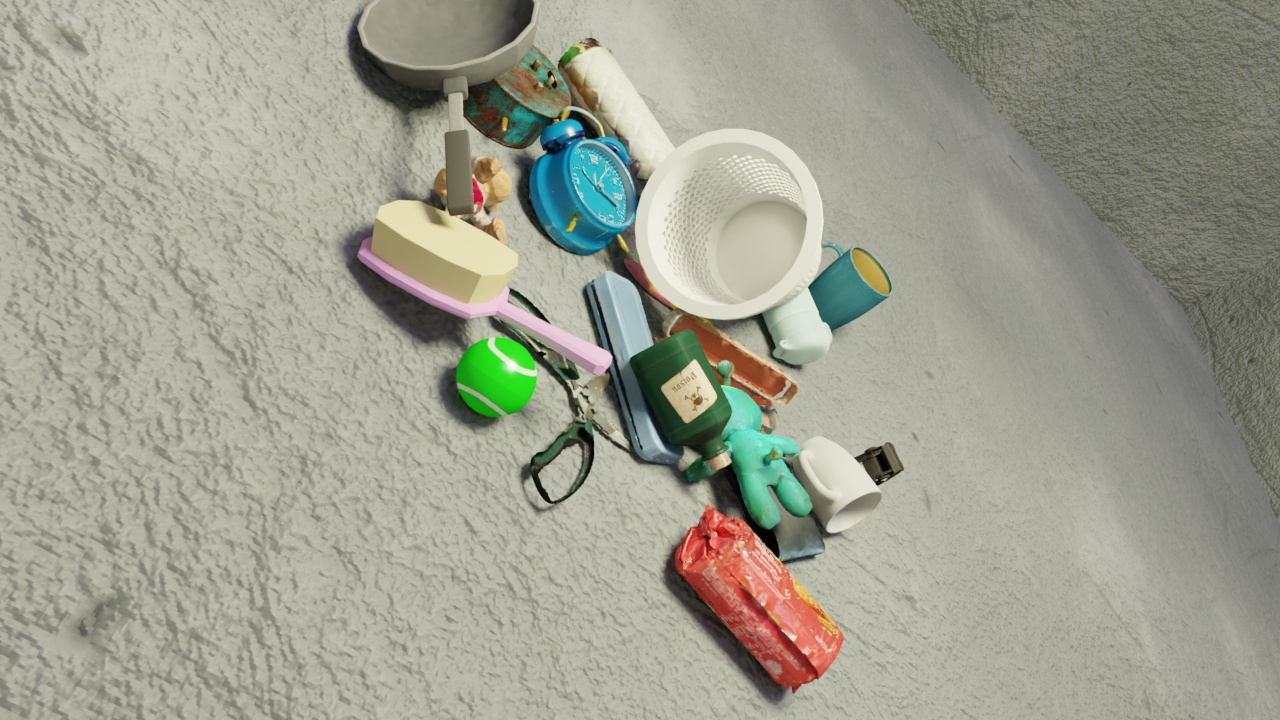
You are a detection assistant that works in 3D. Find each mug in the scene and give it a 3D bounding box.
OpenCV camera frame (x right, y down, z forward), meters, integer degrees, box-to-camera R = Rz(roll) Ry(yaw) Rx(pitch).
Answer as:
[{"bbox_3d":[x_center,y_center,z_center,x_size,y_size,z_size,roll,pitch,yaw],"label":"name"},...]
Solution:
[{"bbox_3d":[0.262,-0.102,1.232,0.112,0.104,0.084,50,36,1],"label":"mug"},{"bbox_3d":[0.197,0.125,0.984,0.107,0.071,0.089,25,26,-52],"label":"mug"}]

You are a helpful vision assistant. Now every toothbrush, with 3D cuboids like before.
[{"bbox_3d":[0.032,-0.070,1.030,0.135,0.016,0.021,38,40,-15],"label":"toothbrush"}]

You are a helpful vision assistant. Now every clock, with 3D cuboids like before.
[{"bbox_3d":[-0.060,-0.192,0.972,0.116,0.060,0.161,10,67,-46],"label":"clock"},{"bbox_3d":[-0.129,-0.303,1.004,0.121,0.073,0.157,51,35,-1],"label":"clock"}]

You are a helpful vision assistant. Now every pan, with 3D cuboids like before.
[{"bbox_3d":[-0.174,-0.257,0.861,0.178,0.041,0.356,-9,52,-3],"label":"pan"}]

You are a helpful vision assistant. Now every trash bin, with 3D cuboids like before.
[{"bbox_3d":[0.120,-0.135,1.028,0.195,0.196,0.199,61,17,12],"label":"trash bin"}]

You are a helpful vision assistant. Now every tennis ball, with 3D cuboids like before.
[{"bbox_3d":[-0.117,0.013,0.749,0.065,0.066,0.065,28,42,-29],"label":"tennis ball"}]

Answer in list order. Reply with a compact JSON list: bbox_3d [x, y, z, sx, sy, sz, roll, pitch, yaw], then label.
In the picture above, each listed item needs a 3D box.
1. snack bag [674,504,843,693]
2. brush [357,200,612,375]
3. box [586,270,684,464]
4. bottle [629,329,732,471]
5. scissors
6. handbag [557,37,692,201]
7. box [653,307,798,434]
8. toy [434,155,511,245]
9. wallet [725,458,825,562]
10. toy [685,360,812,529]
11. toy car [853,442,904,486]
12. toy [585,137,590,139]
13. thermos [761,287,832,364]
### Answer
[{"bbox_3d":[0.104,0.213,0.813,0.176,0.083,0.082,48,36,-4],"label":"snack bag"},{"bbox_3d":[-0.121,-0.060,0.757,0.229,0.043,0.089,29,26,6],"label":"brush"},{"bbox_3d":[-0.007,0.007,0.915,0.065,0.037,0.209,22,46,-52],"label":"box"},{"bbox_3d":[0.047,0.042,0.865,0.131,0.061,0.061,63,21,2],"label":"bottle"},{"bbox_3d":[-0.079,0.033,0.813,0.201,0.015,0.201,46,31,-11],"label":"scissors"},{"bbox_3d":[-0.018,-0.272,1.081,0.195,0.072,0.138,57,9,7],"label":"handbag"},{"bbox_3d":[0.091,0.014,1.000,0.187,0.085,0.048,29,4,-26],"label":"box"},{"bbox_3d":[-0.149,-0.152,0.865,0.105,0.074,0.085,-82,160,-69],"label":"toy"},{"bbox_3d":[0.143,0.152,0.951,0.089,0.026,0.115,2,58,-48],"label":"wallet"},{"bbox_3d":[0.101,0.079,0.912,0.130,0.073,0.193,-11,52,-29],"label":"toy"},{"bbox_3d":[0.251,0.127,1.035,0.037,0.092,0.040,12,52,-55],"label":"toy car"},{"bbox_3d":[-0.051,-0.230,1.062,0.111,0.030,0.049,56,7,9],"label":"toy"},{"bbox_3d":[0.176,-0.092,1.162,0.077,0.065,0.206,-8,63,-21],"label":"thermos"}]
